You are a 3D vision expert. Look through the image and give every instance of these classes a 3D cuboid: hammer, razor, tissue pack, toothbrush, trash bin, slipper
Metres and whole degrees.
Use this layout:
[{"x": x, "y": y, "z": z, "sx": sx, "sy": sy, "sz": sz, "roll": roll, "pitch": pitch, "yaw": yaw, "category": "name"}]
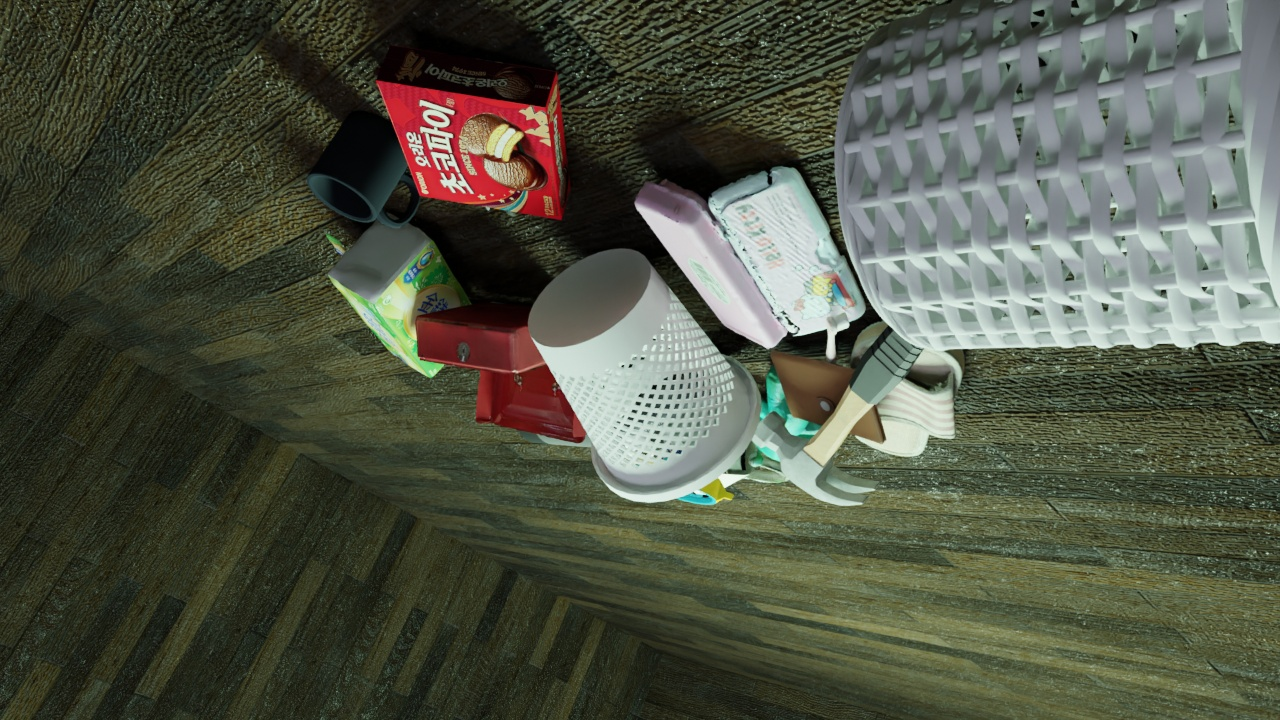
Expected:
[{"x": 0.200, "y": 0.033, "z": 0.833, "sx": 0.131, "sy": 0.039, "sz": 0.329, "roll": 41, "pitch": 149, "yaw": 14, "category": "hammer"}, {"x": 0.038, "y": 0.050, "z": 1.054, "sx": 0.052, "sy": 0.143, "sz": 0.047, "roll": 58, "pitch": 173, "yaw": 27, "category": "razor"}, {"x": -0.297, "y": -0.087, "z": 1.092, "sx": 0.141, "sy": 0.120, "sz": 0.198, "roll": 31, "pitch": 156, "yaw": 22, "category": "tissue pack"}, {"x": 0.183, "y": -0.012, "z": 0.861, "sx": 0.018, "sy": 0.015, "sz": 0.181, "roll": -21, "pitch": 163, "yaw": 4, "category": "toothbrush"}, {"x": -0.006, "y": 0.005, "z": 0.929, "sx": 0.196, "sy": 0.195, "sz": 0.199, "roll": 4, "pitch": 141, "yaw": 39, "category": "trash bin"}, {"x": 0.257, "y": 0.045, "z": 0.908, "sx": 0.115, "sy": 0.052, "sz": 0.263, "roll": 18, "pitch": 157, "yaw": 17, "category": "slipper"}]

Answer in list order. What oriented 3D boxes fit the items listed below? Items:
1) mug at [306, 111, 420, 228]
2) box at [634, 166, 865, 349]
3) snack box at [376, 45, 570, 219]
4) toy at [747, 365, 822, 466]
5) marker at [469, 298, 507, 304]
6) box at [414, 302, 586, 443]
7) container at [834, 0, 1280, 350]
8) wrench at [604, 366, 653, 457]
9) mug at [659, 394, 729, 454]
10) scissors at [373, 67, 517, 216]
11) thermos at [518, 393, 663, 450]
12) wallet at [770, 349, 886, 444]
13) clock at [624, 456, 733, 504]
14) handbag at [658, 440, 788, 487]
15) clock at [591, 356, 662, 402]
[{"x": -0.258, "y": -0.175, "z": 0.888, "sx": 0.071, "sy": 0.077, "sz": 0.105, "roll": 2, "pitch": 149, "yaw": 42, "category": "mug"}, {"x": 0.093, "y": -0.079, "z": 0.780, "sx": 0.154, "sy": 0.066, "sz": 0.201, "roll": 6, "pitch": 153, "yaw": 36, "category": "box"}, {"x": -0.132, "y": -0.185, "z": 0.767, "sx": 0.133, "sy": 0.035, "sz": 0.152, "roll": 11, "pitch": 156, "yaw": 5, "category": "snack box"}, {"x": 0.166, "y": 0.074, "z": 1.046, "sx": 0.131, "sy": 0.072, "sz": 0.194, "roll": 18, "pitch": 148, "yaw": 14, "category": "toy"}, {"x": -0.155, "y": -0.063, "z": 1.124, "sx": 0.152, "sy": 0.011, "sz": 0.011, "roll": 9, "pitch": 154, "yaw": 30, "category": "marker"}, {"x": -0.159, "y": 0.006, "z": 1.063, "sx": 0.157, "sy": 0.156, "sz": 0.170, "roll": 6, "pitch": 176, "yaw": 33, "category": "box"}, {"x": 0.224, "y": -0.098, "z": 0.443, "sx": 0.187, "sy": 0.189, "sz": 0.189, "roll": -1, "pitch": 147, "yaw": 48, "category": "container"}, {"x": -0.030, "y": 0.027, "z": 1.074, "sx": 0.066, "sy": 0.018, "sz": 0.274, "roll": -14, "pitch": 130, "yaw": 5, "category": "wrench"}, {"x": 0.059, "y": 0.079, "z": 1.124, "sx": 0.121, "sy": 0.090, "sz": 0.090, "roll": 20, "pitch": 157, "yaw": 13, "category": "mug"}, {"x": -0.167, "y": -0.199, "z": 0.830, "sx": 0.185, "sy": 0.015, "sz": 0.180, "roll": 30, "pitch": 157, "yaw": -17, "category": "scissors"}, {"x": -0.068, "y": 0.078, "z": 1.258, "sx": 0.241, "sy": 0.082, "sz": 0.082, "roll": -1, "pitch": 147, "yaw": 46, "category": "thermos"}, {"x": 0.184, "y": 0.035, "z": 0.911, "sx": 0.121, "sy": 0.013, "sz": 0.087, "roll": 16, "pitch": 137, "yaw": 51, "category": "wallet"}, {"x": 0.043, "y": 0.143, "z": 1.108, "sx": 0.129, "sy": 0.043, "sz": 0.099, "roll": 27, "pitch": 158, "yaw": -26, "category": "clock"}, {"x": 0.119, "y": 0.136, "z": 1.247, "sx": 0.176, "sy": 0.074, "sz": 0.151, "roll": 7, "pitch": 161, "yaw": -9, "category": "handbag"}, {"x": -0.023, "y": 0.014, "z": 1.123, "sx": 0.091, "sy": 0.042, "sz": 0.121, "roll": 36, "pitch": 155, "yaw": -27, "category": "clock"}]
